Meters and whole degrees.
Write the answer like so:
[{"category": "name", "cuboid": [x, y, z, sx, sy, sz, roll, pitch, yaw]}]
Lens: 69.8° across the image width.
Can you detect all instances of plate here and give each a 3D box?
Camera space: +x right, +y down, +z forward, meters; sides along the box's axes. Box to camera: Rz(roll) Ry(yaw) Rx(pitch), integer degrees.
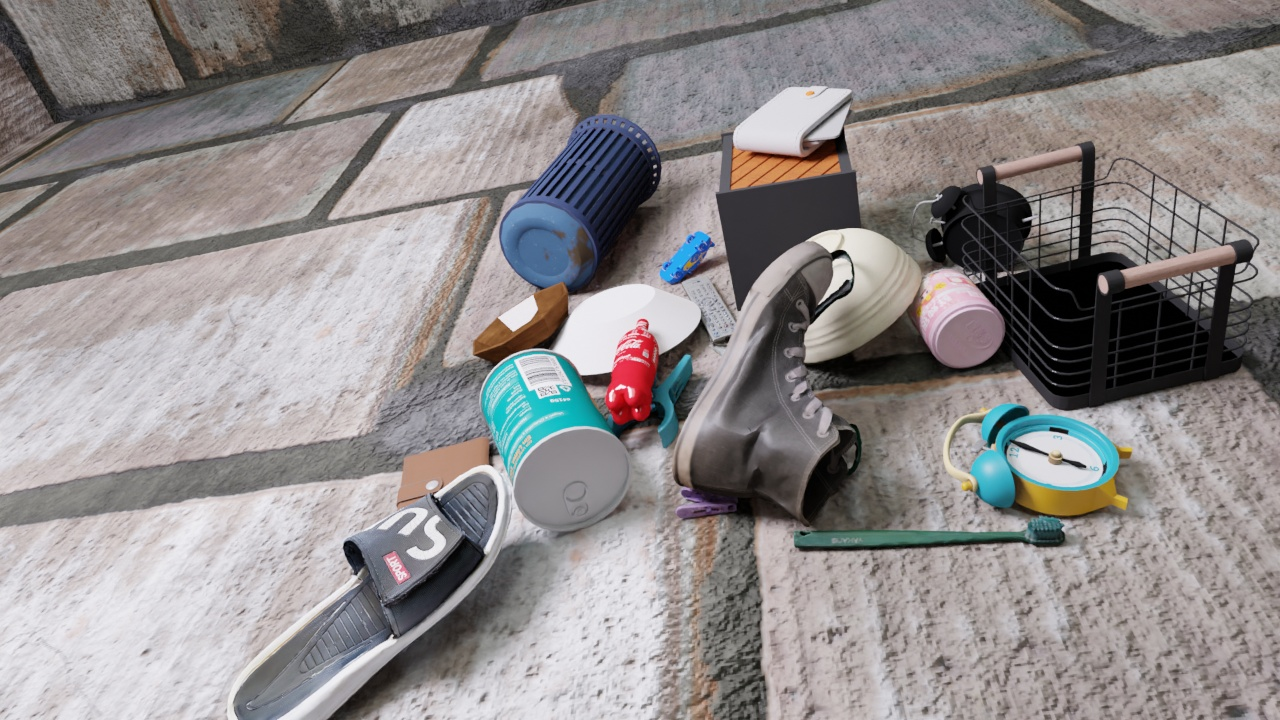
[{"category": "plate", "cuboid": [-0.129, -0.038, 1.022, 0.131, 0.025, 0.131, -29, 19, 11]}, {"category": "plate", "cuboid": [-0.025, -0.045, 0.987, 0.174, 0.036, 0.173, -15, 25, 7]}]

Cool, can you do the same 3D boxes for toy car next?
[{"category": "toy car", "cuboid": [0.074, -0.118, 1.107, 0.092, 0.062, 0.033, -49, 37, 3]}]

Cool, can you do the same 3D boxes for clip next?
[{"category": "clip", "cuboid": [-0.005, 0.041, 0.883, 0.120, 0.030, 0.130, -15, 32, 9]}, {"category": "clip", "cuboid": [0.055, 0.118, 0.751, 0.050, 0.013, 0.029, 0, 35, 17]}]

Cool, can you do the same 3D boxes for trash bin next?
[{"category": "trash bin", "cuboid": [-0.076, -0.200, 1.179, 0.139, 0.139, 0.248, 1, 37, 23]}, {"category": "trash bin", "cuboid": [0.168, -0.168, 1.022, 0.140, 0.140, 0.171, -7, 33, 12]}]

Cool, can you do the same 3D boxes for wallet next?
[{"category": "wallet", "cuboid": [0.180, -0.256, 0.985, 0.115, 0.037, 0.118, 17, 48, 40]}, {"category": "wallet", "cuboid": [-0.182, 0.117, 0.848, 0.087, 0.013, 0.120, -15, 32, 1]}]

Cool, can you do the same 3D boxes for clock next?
[{"category": "clock", "cuboid": [0.343, -0.137, 0.951, 0.121, 0.091, 0.042, 13, 50, 16]}, {"category": "clock", "cuboid": [0.297, 0.075, 0.692, 0.130, 0.044, 0.098, 11, 40, 24]}]

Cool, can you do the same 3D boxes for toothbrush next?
[{"category": "toothbrush", "cuboid": [0.207, 0.126, 0.670, 0.190, 0.017, 0.016, -5, 34, 16]}]

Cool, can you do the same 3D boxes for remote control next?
[{"category": "remote control", "cuboid": [0.076, -0.058, 1.009, 0.033, 0.013, 0.136, -17, 32, -3]}]

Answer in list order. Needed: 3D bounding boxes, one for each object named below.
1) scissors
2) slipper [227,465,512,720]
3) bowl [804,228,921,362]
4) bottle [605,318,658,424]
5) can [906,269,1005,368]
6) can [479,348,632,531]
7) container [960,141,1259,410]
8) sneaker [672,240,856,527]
[{"category": "scissors", "cuboid": [0.145, -0.003, 0.807, 0.202, 0.015, 0.206, 36, 95, 42]}, {"category": "slipper", "cuboid": [-0.203, 0.171, 0.686, 0.263, 0.063, 0.111, -44, 38, -14]}, {"category": "bowl", "cuboid": [0.184, -0.076, 0.884, 0.151, 0.075, 0.150, -33, 23, 16]}, {"category": "bottle", "cuboid": [-0.005, 0.005, 0.871, 0.042, 0.042, 0.141, -7, 36, 13]}, {"category": "can", "cuboid": [0.288, -0.039, 0.843, 0.067, 0.067, 0.076, -13, 32, 3]}, {"category": "can", "cuboid": [-0.078, 0.066, 0.803, 0.099, 0.099, 0.144, -21, 33, -10]}, {"category": "container", "cuboid": [0.397, -0.081, 0.804, 0.163, 0.130, 0.241, -14, 32, 2]}, {"category": "sneaker", "cuboid": [0.129, 0.015, 0.745, 0.120, 0.095, 0.234, 20, 68, 26]}]
